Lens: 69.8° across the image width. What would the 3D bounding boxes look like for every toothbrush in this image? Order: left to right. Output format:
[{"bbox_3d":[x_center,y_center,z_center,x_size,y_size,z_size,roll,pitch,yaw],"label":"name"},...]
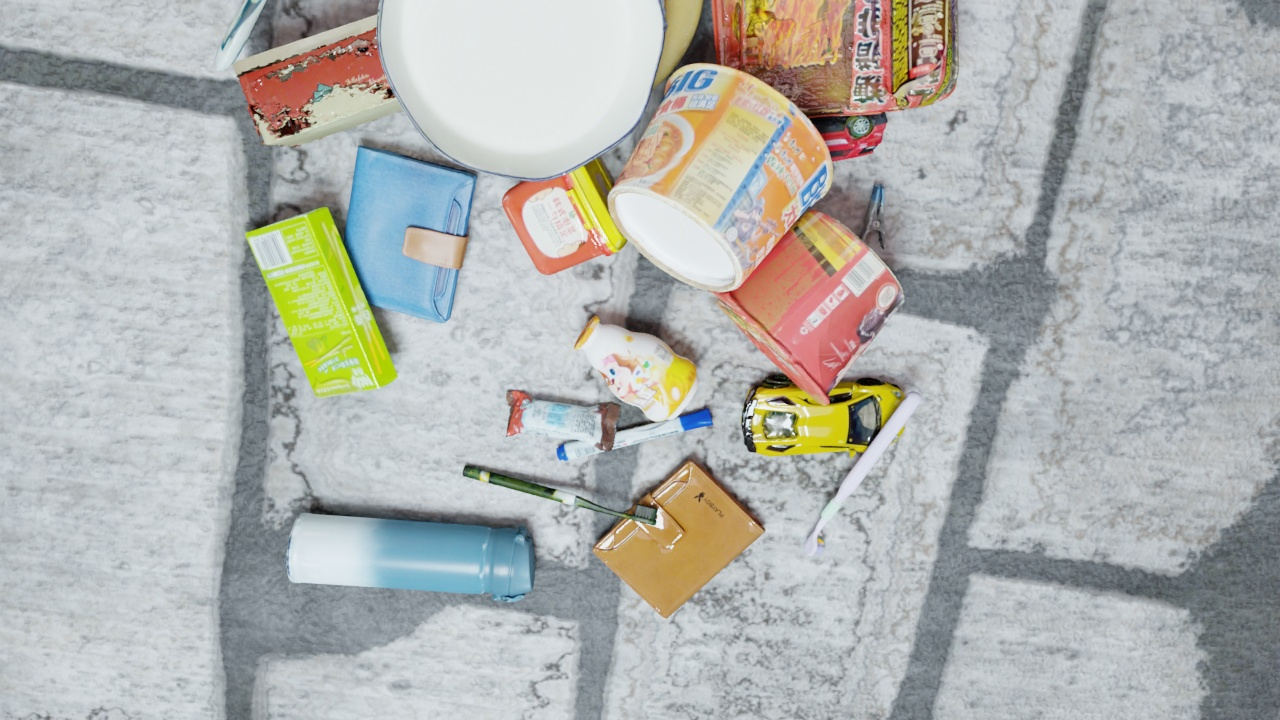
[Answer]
[{"bbox_3d":[-0.293,-0.313,0.730,0.016,0.018,0.192,33,102,-10],"label":"toothbrush"},{"bbox_3d":[-0.074,0.121,0.842,0.186,0.012,0.017,14,93,6],"label":"toothbrush"},{"bbox_3d":[0.199,0.104,0.825,0.021,0.029,0.190,31,118,8],"label":"toothbrush"}]

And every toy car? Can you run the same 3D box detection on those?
[{"bbox_3d":[0.140,-0.186,0.752,0.120,0.052,0.045,-5,128,-4],"label":"toy car"},{"bbox_3d":[0.167,0.051,0.826,0.156,0.041,0.071,-1,107,-2],"label":"toy car"}]

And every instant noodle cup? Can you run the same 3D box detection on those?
[{"bbox_3d":[0.054,-0.131,0.700,0.151,0.151,0.111,37,75,-10],"label":"instant noodle cup"},{"bbox_3d":[0.141,-0.047,0.754,0.108,0.138,0.138,-45,102,2],"label":"instant noodle cup"},{"bbox_3d":[0.146,-0.273,0.714,0.189,0.079,0.164,-5,105,-1],"label":"instant noodle cup"}]

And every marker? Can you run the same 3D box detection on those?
[{"bbox_3d":[-0.006,0.069,0.841,0.146,0.017,0.017,-14,105,3],"label":"marker"}]

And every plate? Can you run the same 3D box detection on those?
[{"bbox_3d":[-0.086,-0.235,0.666,0.204,0.045,0.205,-5,105,-18],"label":"plate"}]

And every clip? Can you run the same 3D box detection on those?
[{"bbox_3d":[0.199,-0.123,0.787,0.028,0.024,0.057,3,112,2],"label":"clip"}]

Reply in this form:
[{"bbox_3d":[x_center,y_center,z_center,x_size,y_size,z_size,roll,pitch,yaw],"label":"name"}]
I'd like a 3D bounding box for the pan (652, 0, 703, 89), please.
[{"bbox_3d":[-0.032,-0.372,0.703,0.197,0.078,0.358,10,112,-7],"label":"pan"}]

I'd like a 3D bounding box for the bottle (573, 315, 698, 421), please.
[{"bbox_3d":[-0.005,0.005,0.799,0.108,0.063,0.063,34,102,-9],"label":"bottle"}]

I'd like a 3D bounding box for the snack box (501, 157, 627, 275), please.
[{"bbox_3d":[-0.062,-0.121,0.756,0.080,0.081,0.091,-24,104,16],"label":"snack box"}]

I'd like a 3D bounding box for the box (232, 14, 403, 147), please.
[{"bbox_3d":[-0.217,-0.215,0.720,0.168,0.091,0.078,-17,102,4],"label":"box"}]

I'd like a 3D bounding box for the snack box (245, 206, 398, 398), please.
[{"bbox_3d":[-0.272,-0.046,0.782,0.086,0.026,0.156,-9,108,34],"label":"snack box"}]

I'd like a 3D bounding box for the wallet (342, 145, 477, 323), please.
[{"bbox_3d":[-0.200,-0.106,0.781,0.106,0.040,0.133,15,106,0],"label":"wallet"}]

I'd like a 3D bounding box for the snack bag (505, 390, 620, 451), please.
[{"bbox_3d":[-0.072,0.054,0.829,0.105,0.026,0.045,8,70,-2],"label":"snack bag"}]

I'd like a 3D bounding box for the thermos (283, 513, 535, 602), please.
[{"bbox_3d":[-0.207,0.181,0.845,0.220,0.070,0.070,5,105,-2],"label":"thermos"}]

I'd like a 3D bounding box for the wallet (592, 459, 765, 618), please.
[{"bbox_3d":[0.035,0.167,0.863,0.132,0.031,0.108,-43,103,8],"label":"wallet"}]
